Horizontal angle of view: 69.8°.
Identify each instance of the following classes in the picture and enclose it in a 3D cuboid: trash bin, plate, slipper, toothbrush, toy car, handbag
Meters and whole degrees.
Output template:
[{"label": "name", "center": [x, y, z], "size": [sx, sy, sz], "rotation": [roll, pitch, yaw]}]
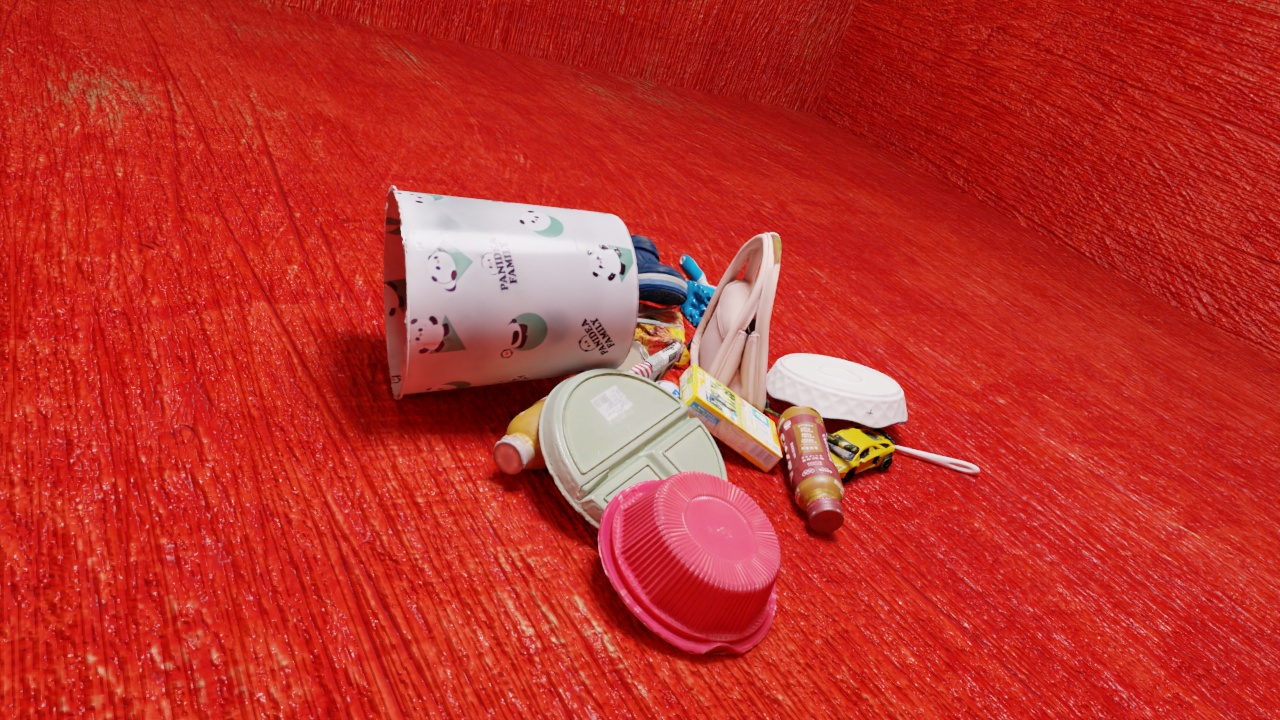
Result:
[{"label": "trash bin", "center": [-0.150, -0.074, 1.028], "size": [0.251, 0.230, 0.229], "rotation": [-1, 31, -21]}, {"label": "plate", "center": [0.000, 0.098, 0.970], "size": [0.230, 0.028, 0.229], "rotation": [24, 39, -22]}, {"label": "plate", "center": [0.278, 0.037, 1.299], "size": [0.205, 0.046, 0.204], "rotation": [9, 16, -3]}, {"label": "slipper", "center": [-0.005, -0.141, 1.386], "size": [0.105, 0.095, 0.253], "rotation": [6, 8, -30]}, {"label": "toothbrush", "center": [0.213, 0.082, 1.190], "size": [0.012, 0.017, 0.186], "rotation": [-8, 20, -33]}, {"label": "toy car", "center": [0.272, 0.118, 1.188], "size": [0.155, 0.041, 0.071], "rotation": [-11, 37, -43]}, {"label": "handbag", "center": [0.138, -0.059, 1.221], "size": [0.093, 0.235, 0.193], "rotation": [12, 25, -6]}, {"label": "toothbrush", "center": [0.385, 0.129, 1.272], "size": [0.180, 0.016, 0.016], "rotation": [16, 20, -3]}]

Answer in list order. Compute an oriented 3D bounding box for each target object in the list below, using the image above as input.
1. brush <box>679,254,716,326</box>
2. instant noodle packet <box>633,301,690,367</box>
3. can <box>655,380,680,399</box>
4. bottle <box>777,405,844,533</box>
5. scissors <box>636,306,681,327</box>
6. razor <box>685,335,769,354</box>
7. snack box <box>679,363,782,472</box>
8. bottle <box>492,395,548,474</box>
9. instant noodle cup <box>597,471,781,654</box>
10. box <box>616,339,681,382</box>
[{"label": "brush", "center": [0.099, -0.118, 1.532], "size": [0.109, 0.061, 0.314], "rotation": [9, 25, -32]}, {"label": "instant noodle packet", "center": [0.019, -0.044, 1.334], "size": [0.110, 0.044, 0.128], "rotation": [18, 26, -8]}, {"label": "can", "center": [0.009, 0.069, 1.091], "size": [0.053, 0.053, 0.134], "rotation": [25, 26, 12]}, {"label": "bottle", "center": [0.204, 0.128, 1.088], "size": [0.057, 0.058, 0.174], "rotation": [13, 35, -12]}, {"label": "scissors", "center": [-0.032, -0.061, 1.297], "size": [0.180, 0.014, 0.159], "rotation": [-20, 36, -35]}, {"label": "razor", "center": [0.138, -0.019, 1.383], "size": [0.142, 0.043, 0.022], "rotation": [9, 46, -31]}, {"label": "snack box", "center": [0.110, 0.070, 1.130], "size": [0.140, 0.034, 0.086], "rotation": [37, 21, -16]}, {"label": "bottle", "center": [-0.092, 0.072, 1.002], "size": [0.068, 0.068, 0.189], "rotation": [28, 27, 18]}, {"label": "instant noodle cup", "center": [0.060, 0.174, 0.855], "size": [0.193, 0.066, 0.193], "rotation": [22, 38, -18]}, {"label": "box", "center": [-0.005, 0.007, 1.169], "size": [0.162, 0.088, 0.076], "rotation": [-26, 90, -60]}]
